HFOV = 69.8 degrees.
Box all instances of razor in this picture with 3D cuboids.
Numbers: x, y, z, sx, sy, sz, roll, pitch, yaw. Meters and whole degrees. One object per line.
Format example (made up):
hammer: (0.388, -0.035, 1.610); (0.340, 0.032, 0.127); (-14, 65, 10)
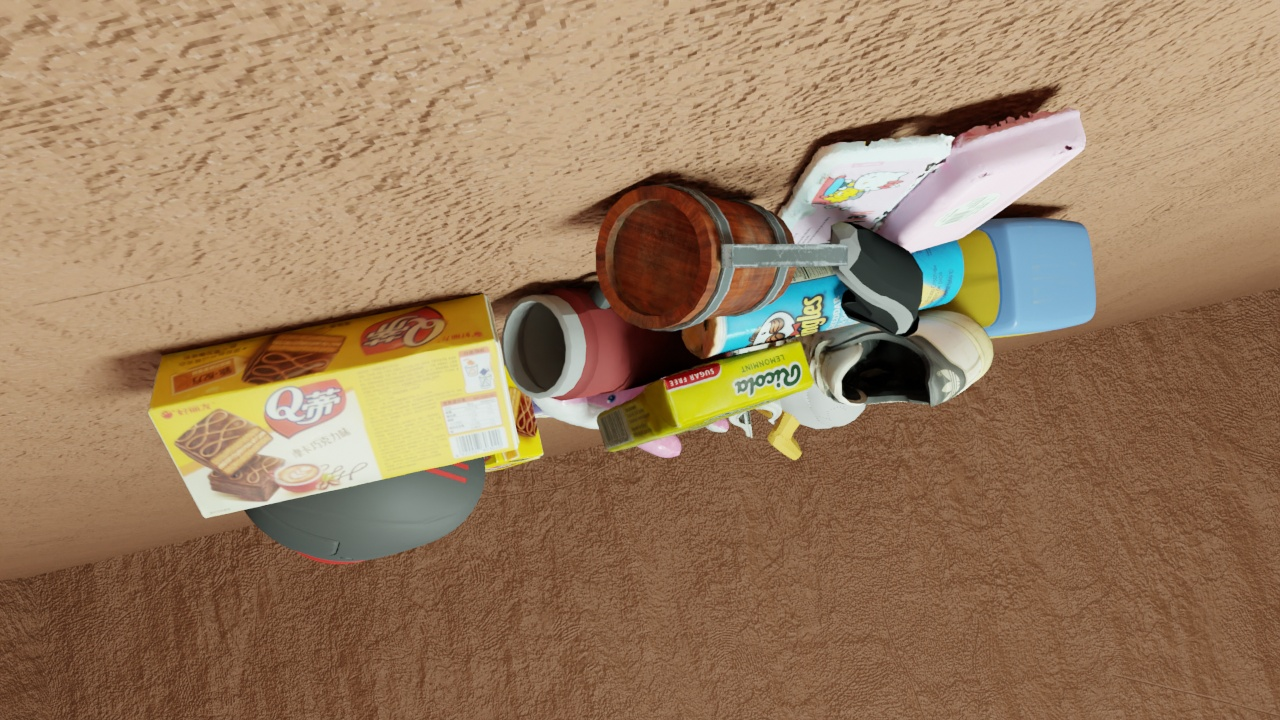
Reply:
razor: (0.159, -0.058, 0.620); (0.060, 0.057, 0.156); (-12, 163, 17)

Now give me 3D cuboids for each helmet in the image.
helmet: (-0.282, 0.108, 0.891); (0.265, 0.164, 0.170); (4, 156, 4)

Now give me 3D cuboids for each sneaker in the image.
sneaker: (0.168, -0.004, 0.793); (0.242, 0.089, 0.102); (12, -143, 35)

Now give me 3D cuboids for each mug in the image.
mug: (0.053, -0.060, 0.536); (0.118, 0.081, 0.110); (3, -173, 36)

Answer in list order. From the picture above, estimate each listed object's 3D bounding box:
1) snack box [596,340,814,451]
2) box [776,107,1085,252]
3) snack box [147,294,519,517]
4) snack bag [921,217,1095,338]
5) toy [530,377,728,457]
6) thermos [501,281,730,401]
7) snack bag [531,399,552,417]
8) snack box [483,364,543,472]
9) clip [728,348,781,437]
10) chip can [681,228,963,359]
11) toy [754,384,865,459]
snack box: (0.043, 0.032, 0.745); (0.121, 0.045, 0.181); (-15, 174, -22)
box: (0.172, -0.103, 0.590); (0.154, 0.044, 0.201); (-12, 173, -2)
snack box: (-0.211, 0.031, 0.658); (0.230, 0.061, 0.110); (-12, 130, -9)
snack bag: (0.287, -0.069, 0.856); (0.158, 0.102, 0.206); (-6, -179, -41)
toy: (-0.005, 0.005, 0.892); (0.265, 0.187, 0.128); (6, 120, -59)
thermos: (-0.006, -0.027, 0.735); (0.198, 0.084, 0.108); (-7, 140, -48)
snack bag: (-0.073, 0.034, 1.111); (0.096, 0.058, 0.205); (-12, 175, 15)
snack box: (-0.162, 0.065, 0.997); (0.061, 0.105, 0.084); (-6, 170, -42)
clip: (0.113, -0.005, 0.960); (0.092, 0.125, 0.151); (-11, 147, 5)
chip can: (0.139, -0.060, 0.717); (0.229, 0.079, 0.080); (-12, 172, -22)
toy: (0.261, 0.006, 1.216); (0.268, 0.140, 0.246); (-42, 143, 21)
